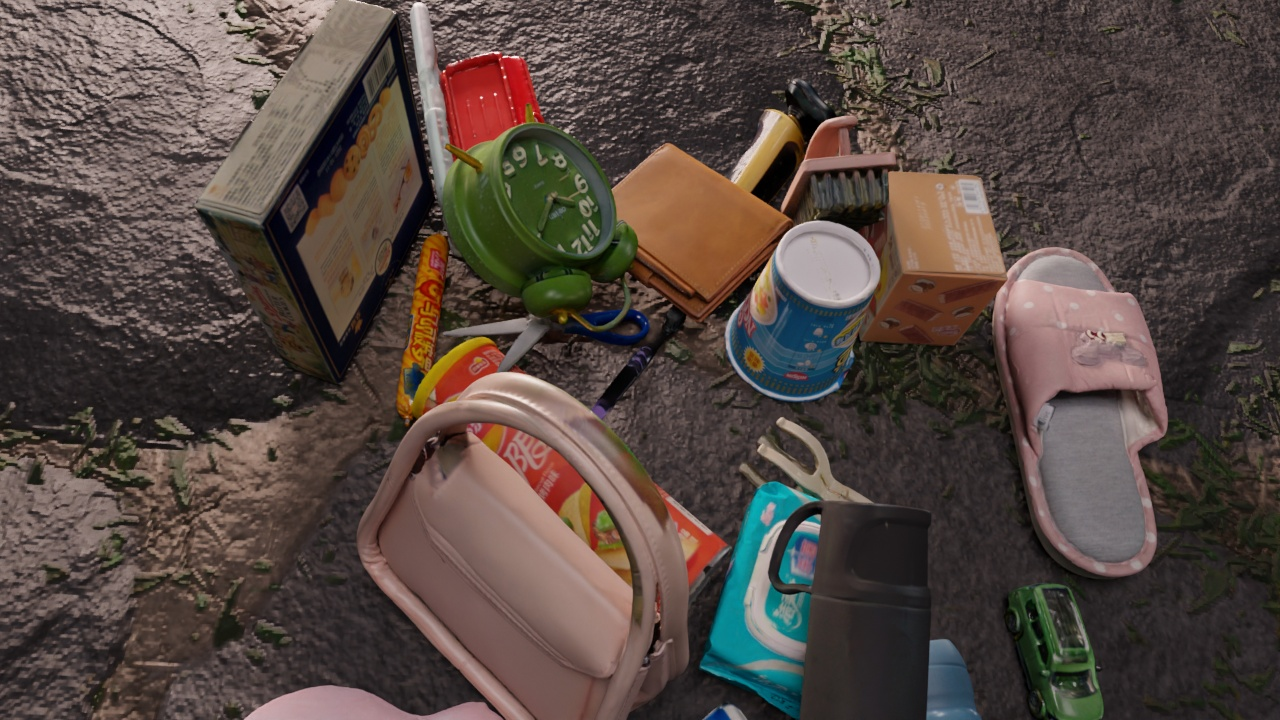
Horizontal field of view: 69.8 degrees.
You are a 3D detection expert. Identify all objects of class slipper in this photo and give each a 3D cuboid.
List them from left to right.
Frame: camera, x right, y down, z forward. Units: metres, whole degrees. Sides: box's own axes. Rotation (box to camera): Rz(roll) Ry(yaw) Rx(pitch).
[{"bbox_3d":[0.324,0.023,0.670,0.114,0.055,0.273,10,60,-1],"label":"slipper"}]

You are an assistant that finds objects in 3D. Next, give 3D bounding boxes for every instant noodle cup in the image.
[{"bbox_3d":[0.119,-0.039,0.648,0.099,0.110,0.099,3,59,-5],"label":"instant noodle cup"}]

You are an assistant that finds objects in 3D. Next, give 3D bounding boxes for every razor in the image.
[{"bbox_3d":[0.106,-0.159,0.750,0.068,0.062,0.167,16,60,37],"label":"razor"}]

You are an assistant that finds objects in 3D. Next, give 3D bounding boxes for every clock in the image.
[{"bbox_3d":[-0.062,-0.091,0.629,0.161,0.056,0.115,55,44,-10],"label":"clock"}]

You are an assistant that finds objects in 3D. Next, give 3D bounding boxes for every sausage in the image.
[{"bbox_3d":[-0.156,-0.027,0.659,0.021,0.021,0.164,4,60,-5],"label":"sausage"}]

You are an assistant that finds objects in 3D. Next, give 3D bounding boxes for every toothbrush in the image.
[{"bbox_3d":[-0.004,0.004,0.624,0.014,0.017,0.188,25,37,11],"label":"toothbrush"}]

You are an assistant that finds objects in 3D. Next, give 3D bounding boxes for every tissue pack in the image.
[{"bbox_3d":[0.096,0.151,0.570,0.093,0.050,0.133,21,61,3],"label":"tissue pack"}]

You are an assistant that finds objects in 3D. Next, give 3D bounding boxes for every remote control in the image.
[{"bbox_3d":[0.016,0.243,0.495,0.125,0.024,0.049,-41,41,-1],"label":"remote control"}]

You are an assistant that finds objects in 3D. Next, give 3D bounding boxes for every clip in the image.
[{"bbox_3d":[0.118,0.077,0.606,0.104,0.087,0.034,29,60,22],"label":"clip"}]

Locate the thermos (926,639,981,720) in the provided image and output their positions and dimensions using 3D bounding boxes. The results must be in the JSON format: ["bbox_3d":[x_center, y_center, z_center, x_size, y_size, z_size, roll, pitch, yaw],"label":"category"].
[{"bbox_3d":[0.176,0.267,0.506,0.070,0.070,0.220,-2,60,-8],"label":"thermos"}]

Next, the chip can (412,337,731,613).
[{"bbox_3d":[-0.045,0.075,0.585,0.216,0.073,0.073,38,63,14],"label":"chip can"}]

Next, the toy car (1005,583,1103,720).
[{"bbox_3d":[0.264,0.186,0.581,0.043,0.036,0.091,-2,64,-10],"label":"toy car"}]

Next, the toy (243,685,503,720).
[{"bbox_3d":[-0.148,0.235,0.494,0.159,0.054,0.121,-3,61,-18],"label":"toy"}]

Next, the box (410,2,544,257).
[{"bbox_3d":[-0.118,-0.179,0.705,0.095,0.100,0.200,-12,63,-6],"label":"box"}]

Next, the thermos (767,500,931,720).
[{"bbox_3d":[0.109,0.200,0.498,0.090,0.068,0.242,-1,76,32],"label":"thermos"}]

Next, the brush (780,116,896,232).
[{"bbox_3d":[0.140,-0.126,0.682,0.063,0.146,0.073,-6,84,0],"label":"brush"}]

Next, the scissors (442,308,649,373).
[{"bbox_3d":[-0.058,-0.028,0.640,0.162,0.012,0.162,17,35,-18],"label":"scissors"}]

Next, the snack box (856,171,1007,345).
[{"bbox_3d":[0.209,-0.075,0.689,0.077,0.095,0.092,2,60,-6],"label":"snack box"}]

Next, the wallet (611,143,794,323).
[{"bbox_3d":[0.028,-0.097,0.691,0.119,0.035,0.130,-45,61,-9],"label":"wallet"}]

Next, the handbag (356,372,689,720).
[{"bbox_3d":[-0.054,0.097,0.476,0.193,0.235,0.093,39,54,14],"label":"handbag"}]

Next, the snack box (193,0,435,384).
[{"bbox_3d":[-0.199,-0.105,0.605,0.046,0.183,0.177,16,60,5],"label":"snack box"}]
